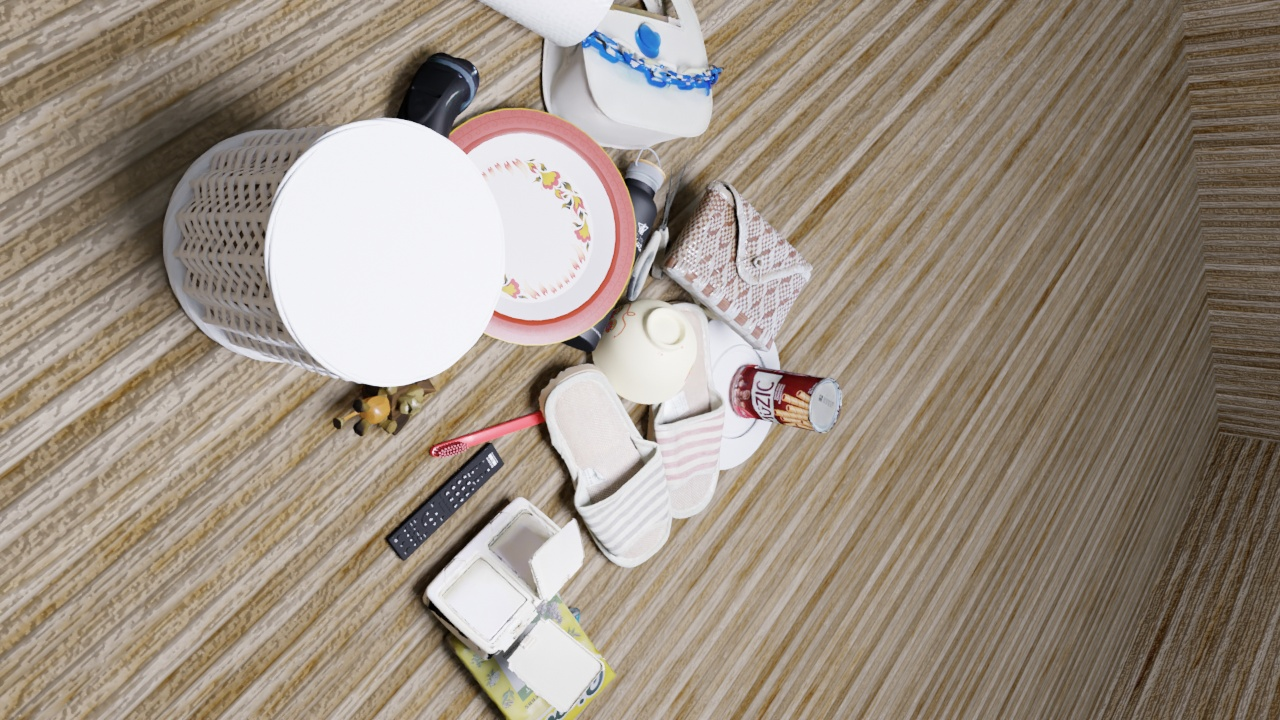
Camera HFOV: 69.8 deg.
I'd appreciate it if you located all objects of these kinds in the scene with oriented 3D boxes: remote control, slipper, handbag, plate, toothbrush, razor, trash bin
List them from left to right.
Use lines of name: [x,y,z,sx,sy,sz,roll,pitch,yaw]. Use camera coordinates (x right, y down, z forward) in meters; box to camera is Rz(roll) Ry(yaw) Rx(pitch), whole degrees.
razor: [-0.190,-0.205,0.819,0.063,0.053,0.140,37,75,-76]
remote control: [-0.189,0.137,0.900,0.139,0.009,0.030,-45,125,-30]
trash bin: [-0.114,-0.372,0.811,0.161,0.133,0.133,10,90,-40]
toothbrush: [-0.122,0.066,0.949,0.212,0.018,0.012,-17,109,-42]
plate: [-0.110,-0.129,0.895,0.229,0.021,0.229,1,88,-28]
slipper: [-0.031,0.123,1.005,0.114,0.054,0.273,-33,123,-20]
handbag: [-0.005,-0.329,0.954,0.200,0.093,0.199,-6,94,-44]
slipper: [0.054,0.061,1.091,0.114,0.052,0.263,-8,100,-34]
plate: [0.122,0.040,1.189,0.208,0.015,0.209,-9,103,-44]
handbag: [0.116,-0.106,1.051,0.185,0.047,0.124,37,79,-32]

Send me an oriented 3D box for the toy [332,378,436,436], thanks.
toy: [-0.226,0.037,0.806,0.099,0.063,0.076,-38,142,-55]

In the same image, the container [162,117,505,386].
container: [-0.231,-0.083,0.695,0.188,0.187,0.189,-9,103,-44]

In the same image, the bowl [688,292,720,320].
bowl: [0.125,-0.120,1.128,0.145,0.063,0.145,-6,99,-44]

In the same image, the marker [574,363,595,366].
marker: [-0.006,0.006,1.027,0.145,0.017,0.017,-6,101,-26]

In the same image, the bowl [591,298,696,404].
bowl: [0.015,-0.021,0.992,0.118,0.074,0.117,10,64,-21]

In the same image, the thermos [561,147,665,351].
thermos: [-0.029,-0.125,0.978,0.061,0.061,0.231,37,71,-42]

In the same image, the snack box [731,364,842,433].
snack box: [0.183,0.047,1.151,0.072,0.121,0.072,-10,105,-44]

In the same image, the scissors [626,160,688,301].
scissors: [0.020,-0.134,1.001,0.171,0.012,0.157,83,30,-65]

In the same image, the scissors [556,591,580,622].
scissors: [-0.086,0.313,1.027,0.136,0.019,0.139,26,84,-39]

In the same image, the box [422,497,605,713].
box: [-0.094,0.225,0.878,0.184,0.099,0.143,40,58,6]

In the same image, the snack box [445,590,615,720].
snack box: [-0.113,0.314,0.968,0.121,0.045,0.181,-40,120,-23]
